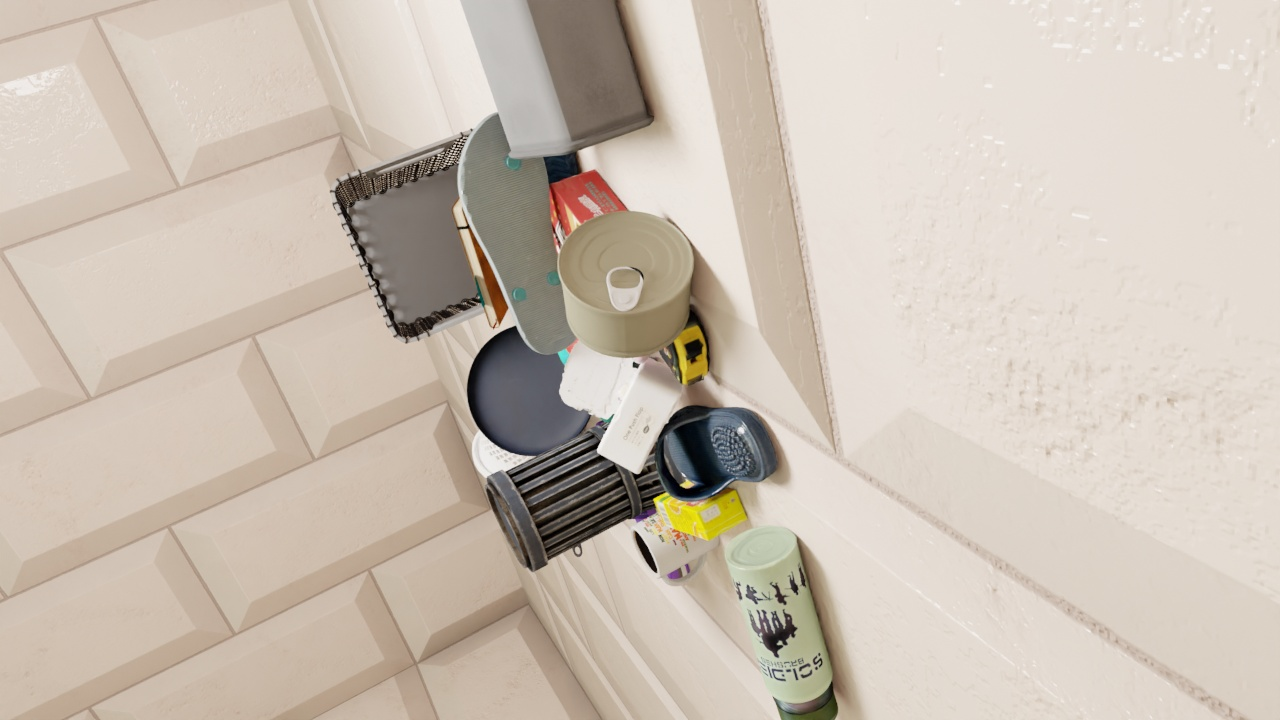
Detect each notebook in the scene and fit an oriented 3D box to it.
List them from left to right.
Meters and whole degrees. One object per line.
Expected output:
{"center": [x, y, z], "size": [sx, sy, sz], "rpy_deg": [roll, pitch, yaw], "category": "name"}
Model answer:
{"center": [-0.175, -0.174, 1.150], "size": [0.248, 0.014, 0.179], "rpy_deg": [-75, -23, -53], "category": "notebook"}

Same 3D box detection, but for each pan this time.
{"center": [-0.140, 0.119, 1.369], "size": [0.021, 0.199, 0.356], "rpy_deg": [19, -127, -80], "category": "pan"}

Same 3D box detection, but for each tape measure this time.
{"center": [0.041, -0.021, 0.943], "size": [0.072, 0.042, 0.071], "rpy_deg": [83, 161, -55], "category": "tape measure"}

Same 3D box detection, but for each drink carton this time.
{"center": [0.069, 0.176, 1.093], "size": [0.043, 0.058, 0.135], "rpy_deg": [67, 161, -6], "category": "drink carton"}

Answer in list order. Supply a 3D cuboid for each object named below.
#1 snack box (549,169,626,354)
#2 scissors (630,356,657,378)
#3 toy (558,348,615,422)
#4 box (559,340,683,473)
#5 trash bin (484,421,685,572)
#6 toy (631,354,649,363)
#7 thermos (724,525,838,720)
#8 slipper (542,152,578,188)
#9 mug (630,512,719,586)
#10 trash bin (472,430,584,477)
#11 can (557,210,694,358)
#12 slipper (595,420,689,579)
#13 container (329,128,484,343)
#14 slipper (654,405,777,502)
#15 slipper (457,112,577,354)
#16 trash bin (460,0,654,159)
{"center": [-0.057, -0.093, 1.067], "size": [0.113, 0.060, 0.237], "rpy_deg": [54, 154, 30], "category": "snack box"}
{"center": [-0.006, 0.012, 1.157], "size": [0.124, 0.019, 0.157], "rpy_deg": [53, 157, 28], "category": "scissors"}
{"center": [-0.080, -0.001, 1.229], "size": [0.193, 0.072, 0.131], "rpy_deg": [-122, 29, -42], "category": "toy"}
{"center": [-0.031, 0.035, 1.018], "size": [0.137, 0.109, 0.128], "rpy_deg": [29, -164, -1], "category": "box"}
{"center": [-0.078, 0.170, 1.226], "size": [0.164, 0.227, 0.164], "rpy_deg": [54, 160, 31], "category": "trash bin"}
{"center": [-0.001, -0.055, 0.982], "size": [0.063, 0.047, 0.110], "rpy_deg": [-46, -51, -69], "category": "toy"}
{"center": [0.153, 0.292, 0.979], "size": [0.082, 0.082, 0.231], "rpy_deg": [28, 140, 62], "category": "thermos"}
{"center": [-0.128, -0.173, 1.114], "size": [0.095, 0.105, 0.253], "rpy_deg": [54, 158, 43], "category": "slipper"}
{"center": [0.048, 0.241, 1.189], "size": [0.073, 0.089, 0.105], "rpy_deg": [25, 137, 64], "category": "mug"}
{"center": [-0.185, 0.072, 1.506], "size": [0.195, 0.195, 0.200], "rpy_deg": [47, 146, 44], "category": "trash bin"}
{"center": [-0.013, -0.073, 0.887], "size": [0.127, 0.127, 0.073], "rpy_deg": [54, 162, 30], "category": "can"}
{"center": [-0.024, 0.222, 1.377], "size": [0.266, 0.084, 0.107], "rpy_deg": [65, 162, 1], "category": "slipper"}
{"center": [-0.310, -0.184, 1.400], "size": [0.245, 0.247, 0.244], "rpy_deg": [68, 166, -10], "category": "container"}
{"center": [0.059, 0.103, 0.994], "size": [0.101, 0.082, 0.264], "rpy_deg": [67, 162, 1], "category": "slipper"}
{"center": [-0.138, -0.133, 1.006], "size": [0.055, 0.098, 0.269], "rpy_deg": [22, 130, 59], "category": "slipper"}
{"center": [-0.092, -0.309, 0.850], "size": [0.192, 0.097, 0.220], "rpy_deg": [24, 135, 64], "category": "trash bin"}
